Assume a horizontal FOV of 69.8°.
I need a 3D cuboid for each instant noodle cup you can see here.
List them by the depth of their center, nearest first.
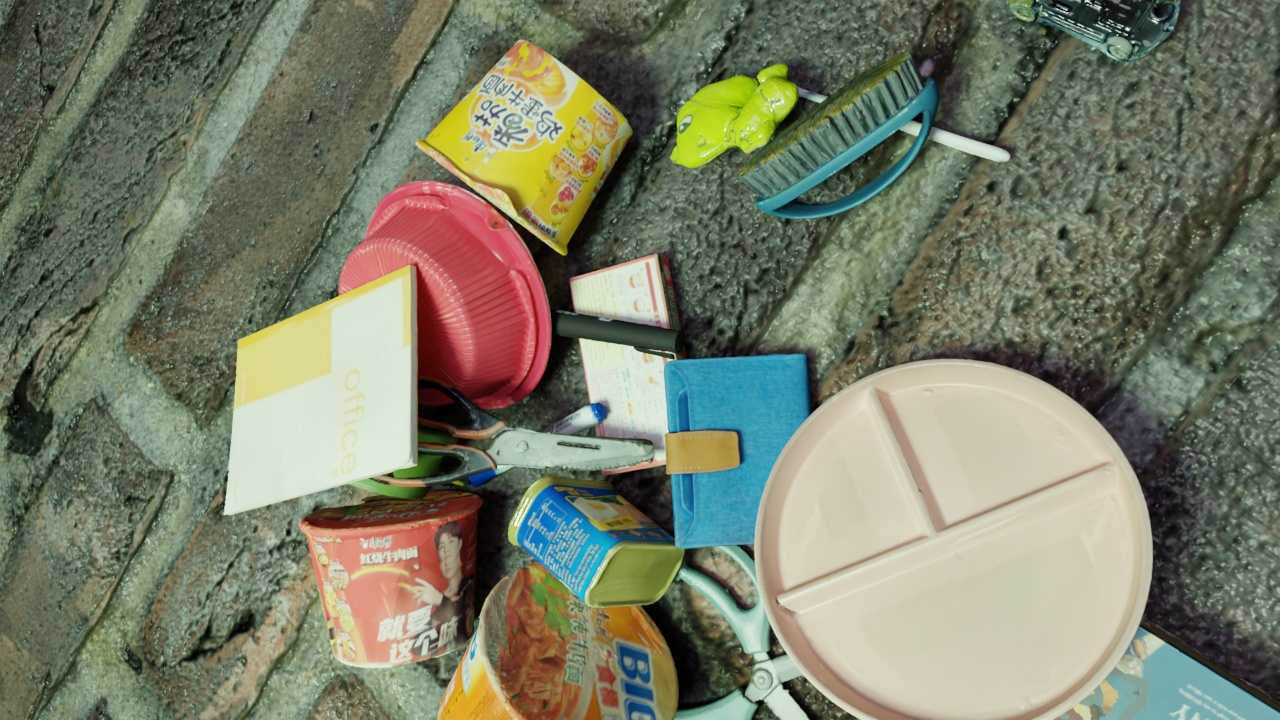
[{"bbox_3d":[-0.065,0.235,0.642,0.151,0.151,0.112,47,122,19],"label":"instant noodle cup"},{"bbox_3d":[-0.079,-0.162,0.690,0.138,0.138,0.110,39,94,21],"label":"instant noodle cup"},{"bbox_3d":[-0.163,-0.036,0.706,0.194,0.065,0.194,16,122,26],"label":"instant noodle cup"},{"bbox_3d":[-0.186,0.167,0.712,0.138,0.137,0.108,-4,93,23],"label":"instant noodle cup"}]

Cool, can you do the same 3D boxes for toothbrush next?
[{"bbox_3d":[0.168,-0.166,0.641,0.180,0.016,0.016,24,104,24],"label":"toothbrush"}]

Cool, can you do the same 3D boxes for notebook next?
[{"bbox_3d":[-0.236,0.026,0.672,0.207,0.010,0.145,-16,68,32],"label":"notebook"}]

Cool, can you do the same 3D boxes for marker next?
[{"bbox_3d":[-0.029,-0.022,0.683,0.132,0.020,0.022,11,79,27],"label":"marker"},{"bbox_3d":[-0.083,0.067,0.716,0.146,0.016,0.017,-29,75,31],"label":"marker"}]

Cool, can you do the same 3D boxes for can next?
[{"bbox_3d":[-0.029,0.129,0.649,0.083,0.102,0.057,33,99,35],"label":"can"}]

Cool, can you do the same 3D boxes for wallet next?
[{"bbox_3d":[0.070,0.062,0.642,0.106,0.040,0.133,-3,84,-3],"label":"wallet"}]

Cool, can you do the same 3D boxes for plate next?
[{"bbox_3d":[0.180,0.109,0.557,0.230,0.028,0.229,-13,62,26],"label":"plate"}]

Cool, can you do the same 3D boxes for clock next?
[{"bbox_3d":[-0.224,0.062,0.738,0.161,0.116,0.056,19,88,28],"label":"clock"}]

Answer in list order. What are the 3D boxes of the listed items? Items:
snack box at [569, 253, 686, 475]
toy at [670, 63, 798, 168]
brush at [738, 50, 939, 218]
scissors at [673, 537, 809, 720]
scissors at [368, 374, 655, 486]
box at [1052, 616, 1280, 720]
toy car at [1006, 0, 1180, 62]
[{"bbox_3d":[-0.004,0.004,0.697,0.077,0.027,0.155,-13,81,23],"label":"snack box"},{"bbox_3d":[0.067,-0.178,0.666,0.096,0.031,0.100,-55,41,1],"label":"toy"},{"bbox_3d":[0.139,-0.142,0.625,0.144,0.055,0.073,-31,107,32],"label":"brush"},{"bbox_3d":[0.047,0.217,0.665,0.170,0.019,0.174,-38,74,15],"label":"scissors"},{"bbox_3d":[-0.099,0.047,0.661,0.209,0.015,0.182,-31,77,-7],"label":"scissors"},{"bbox_3d":[0.291,0.200,0.536,0.184,0.063,0.090,31,98,24],"label":"box"},{"bbox_3d":[0.287,-0.227,0.584,0.105,0.031,0.049,36,101,23],"label":"toy car"}]
